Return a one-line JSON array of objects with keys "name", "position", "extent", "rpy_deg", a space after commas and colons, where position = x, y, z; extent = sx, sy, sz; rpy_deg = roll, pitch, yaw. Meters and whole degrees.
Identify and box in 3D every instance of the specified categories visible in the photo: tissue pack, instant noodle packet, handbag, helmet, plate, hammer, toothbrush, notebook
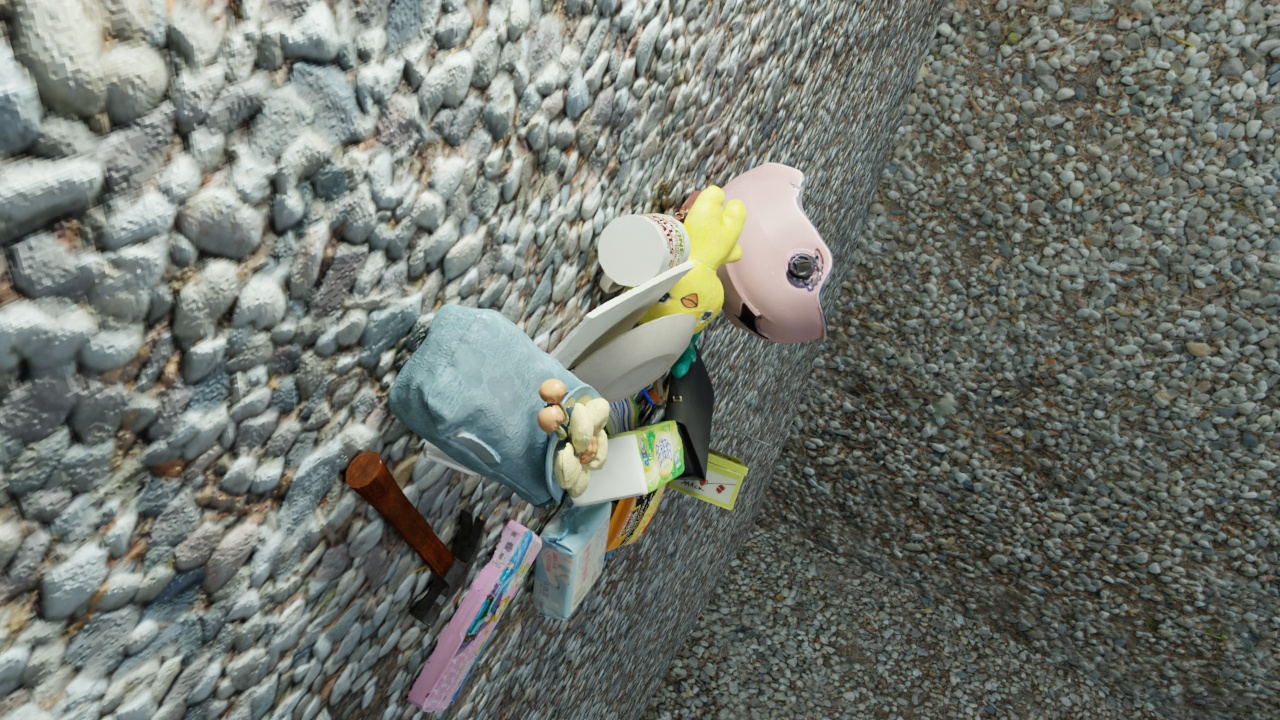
[{"name": "tissue pack", "position": [-0.023, 0.100, 1.205], "extent": [0.197, 0.120, 0.141], "rpy_deg": [-3, 80, -79]}, {"name": "instant noodle packet", "position": [-0.005, 0.222, 1.433], "extent": [0.160, 0.032, 0.220], "rpy_deg": [-66, 164, 1]}, {"name": "handbag", "position": [-0.097, 0.040, 0.746], "extent": [0.192, 0.119, 0.121], "rpy_deg": [45, 67, -42]}, {"name": "helmet", "position": [0.166, -0.133, 1.258], "extent": [0.230, 0.152, 0.255], "rpy_deg": [-135, -152, -77]}, {"name": "plate", "position": [-0.011, 0.011, 1.054], "extent": [0.188, 0.027, 0.189], "rpy_deg": [-29, 164, -9]}, {"name": "handbag", "position": [0.043, -0.165, 1.156], "extent": [0.119, 0.029, 0.055], "rpy_deg": [-46, 158, -36]}, {"name": "tissue pack", "position": [-0.096, 0.259, 1.252], "extent": [0.111, 0.070, 0.182], "rpy_deg": [-49, 155, -46]}, {"name": "handbag", "position": [0.065, 0.053, 1.399], "extent": [0.196, 0.072, 0.175], "rpy_deg": [80, 15, -45]}, {"name": "hammer", "position": [-0.203, 0.154, 0.829], "extent": [0.110, 0.028, 0.301], "rpy_deg": [-57, 162, -23]}, {"name": "toothbrush", "position": [-0.007, 0.007, 1.177], "extent": [0.018, 0.016, 0.182], "rpy_deg": [-27, 141, 1]}, {"name": "toothbrush", "position": [0.143, 0.108, 1.583], "extent": [0.010, 0.181, 0.010], "rpy_deg": [59, 54, -77]}, {"name": "notebook", "position": [-0.039, -0.031, 0.966], "extent": [0.153, 0.012, 0.208], "rpy_deg": [-44, 173, 36]}]

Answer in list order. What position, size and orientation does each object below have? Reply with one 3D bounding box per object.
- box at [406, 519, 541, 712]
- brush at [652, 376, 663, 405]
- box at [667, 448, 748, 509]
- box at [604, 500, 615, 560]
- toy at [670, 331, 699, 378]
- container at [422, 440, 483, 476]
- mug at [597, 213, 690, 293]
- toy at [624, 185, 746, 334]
[{"name": "box", "position": [-0.187, 0.313, 1.110], "extent": [0.230, 0.035, 0.159], "rpy_deg": [-60, 165, -16]}, {"name": "brush", "position": [0.019, -0.008, 1.236], "extent": [0.038, 0.012, 0.151], "rpy_deg": [-51, 138, -61]}, {"name": "box", "position": [0.114, 0.193, 1.606], "extent": [0.221, 0.124, 0.081], "rpy_deg": [6, 104, -85]}, {"name": "box", "position": [-0.001, 0.207, 1.542], "extent": [0.230, 0.033, 0.175], "rpy_deg": [-44, 155, -52]}, {"name": "toy", "position": [0.059, -0.058, 1.234], "extent": [0.192, 0.072, 0.131], "rpy_deg": [-78, 180, -52]}, {"name": "container", "position": [-0.142, 0.073, 0.858], "extent": [0.080, 0.049, 0.129], "rpy_deg": [-63, 164, -8]}, {"name": "mug", "position": [-0.004, -0.112, 1.007], "extent": [0.105, 0.073, 0.089], "rpy_deg": [-44, 172, 22]}, {"name": "toy", "position": [0.054, -0.108, 1.104], "extent": [0.133, 0.092, 0.208], "rpy_deg": [21, 112, -38]}]
